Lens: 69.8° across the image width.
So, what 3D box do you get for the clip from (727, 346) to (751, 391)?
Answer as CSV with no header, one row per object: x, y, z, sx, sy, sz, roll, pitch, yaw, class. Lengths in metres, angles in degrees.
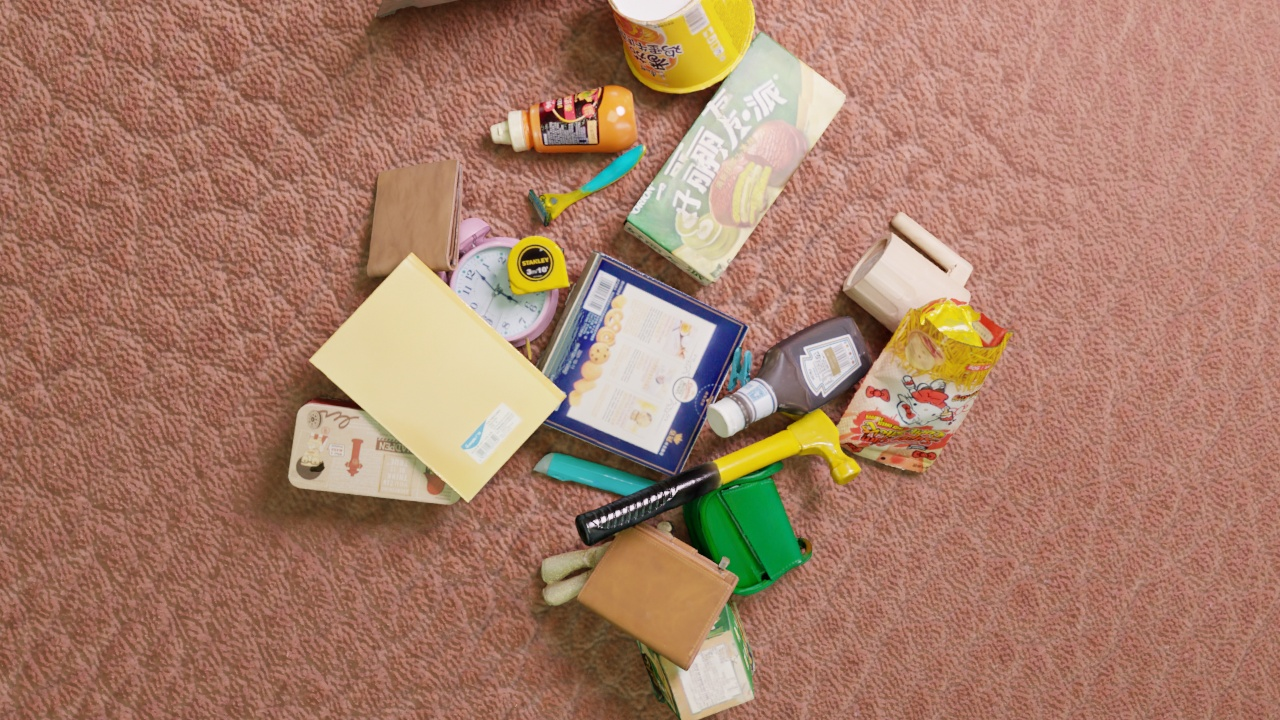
0.104,0.012,0.953,0.047,0.014,0.057,23,126,33,clip

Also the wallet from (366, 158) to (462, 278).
-0.224,-0.141,0.916,0.101,0.020,0.115,-2,78,24,wallet

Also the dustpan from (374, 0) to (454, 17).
-0.128,-0.422,0.842,0.257,0.223,0.143,-15,107,-15,dustpan

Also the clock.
-0.159,-0.078,0.938,0.158,0.060,0.117,28,90,-5,clock

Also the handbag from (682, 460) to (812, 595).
0.115,0.178,0.983,0.120,0.068,0.131,-21,94,-12,handbag

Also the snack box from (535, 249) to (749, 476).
-0.006,0.006,0.949,0.182,0.046,0.178,25,92,-18,snack box

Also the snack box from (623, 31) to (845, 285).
0.095,-0.204,0.949,0.114,0.063,0.240,36,91,-5,snack box

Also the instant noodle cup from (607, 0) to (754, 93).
0.032,-0.345,0.886,0.138,0.109,0.138,-4,77,18,instant noodle cup

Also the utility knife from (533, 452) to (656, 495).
-0.039,0.128,0.988,0.151,0.013,0.029,18,95,-8,utility knife

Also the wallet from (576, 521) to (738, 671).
0.021,0.223,0.916,0.131,0.035,0.118,28,68,19,wallet

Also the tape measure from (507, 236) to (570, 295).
-0.102,-0.093,0.898,0.060,0.029,0.057,-10,94,-6,tape measure

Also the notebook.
-0.196,0.018,0.892,0.206,0.010,0.146,43,90,-6,notebook

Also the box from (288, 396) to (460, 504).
-0.264,0.092,0.938,0.168,0.080,0.091,9,92,-12,box

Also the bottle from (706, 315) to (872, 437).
0.152,0.021,0.945,0.194,0.044,0.080,-28,97,-27,bottle

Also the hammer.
0.073,0.114,0.922,0.300,0.033,0.128,-20,61,-24,hammer

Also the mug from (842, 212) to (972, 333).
0.289,-0.087,0.974,0.103,0.084,0.124,37,66,-5,mug

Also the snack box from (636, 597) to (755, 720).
0.062,0.316,0.964,0.118,0.105,0.117,-19,96,-2,snack box

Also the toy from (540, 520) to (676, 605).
-0.031,0.220,0.976,0.157,0.066,0.105,-16,53,0,toy

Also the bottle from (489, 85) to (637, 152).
-0.079,-0.240,0.935,0.149,0.066,0.067,-7,95,2,bottle

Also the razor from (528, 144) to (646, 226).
-0.051,-0.187,0.955,0.132,0.028,0.043,-31,65,0,razor

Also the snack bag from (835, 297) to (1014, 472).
0.285,0.034,0.944,0.128,0.073,0.208,12,131,-7,snack bag
